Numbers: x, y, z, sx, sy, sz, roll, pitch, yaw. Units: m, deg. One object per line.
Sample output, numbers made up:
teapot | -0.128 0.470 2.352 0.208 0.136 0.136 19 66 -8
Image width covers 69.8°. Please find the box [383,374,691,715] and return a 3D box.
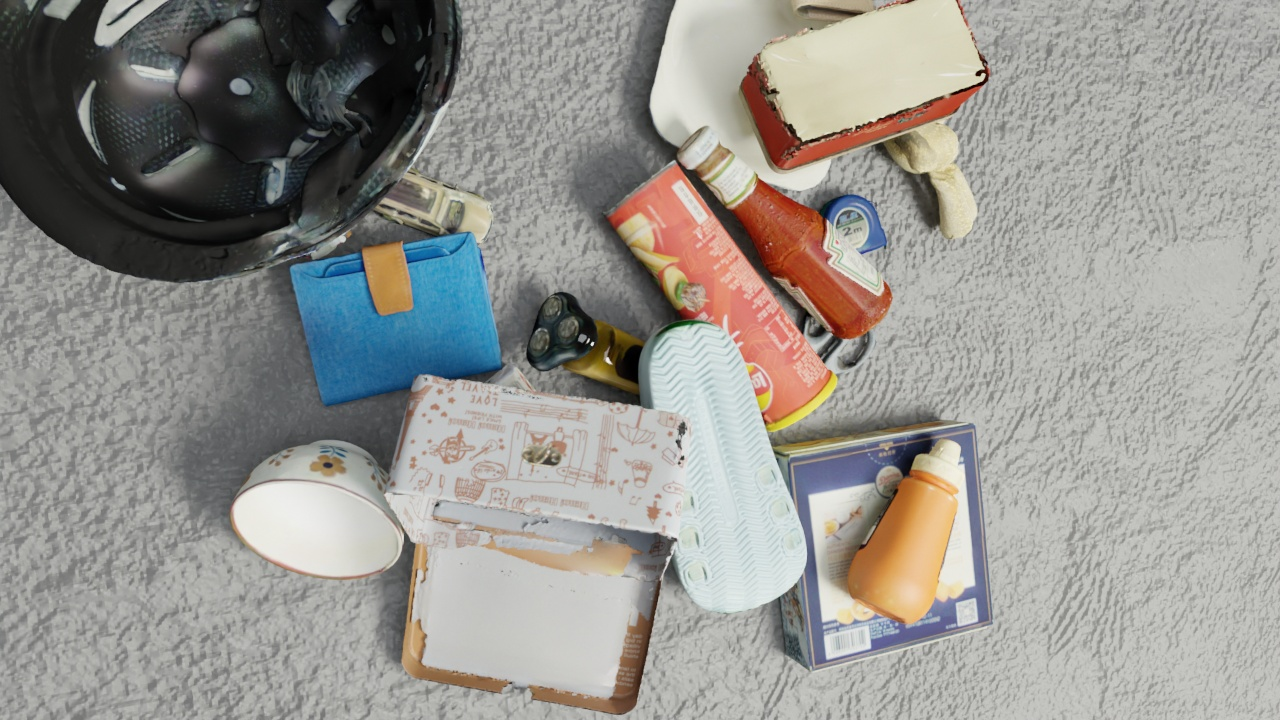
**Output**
box | -0.070 0.126 0.621 0.179 0.126 0.274 10 130 0

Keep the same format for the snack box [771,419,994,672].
snack box | 0.204 0.151 0.776 0.177 0.046 0.182 -8 94 -16

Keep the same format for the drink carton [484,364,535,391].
drink carton | -0.075 0.064 0.686 0.045 0.053 0.122 -38 101 -10

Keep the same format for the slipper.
slipper | 0.052 0.084 0.701 0.104 0.074 0.245 -20 107 -14

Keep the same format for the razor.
razor | -0.004 0.004 0.704 0.167 0.068 0.062 24 79 -22

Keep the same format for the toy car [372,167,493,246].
toy car | -0.151 -0.112 0.668 0.090 0.035 0.042 20 87 -19

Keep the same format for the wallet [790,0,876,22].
wallet | 0.144 -0.321 0.735 0.087 0.024 0.115 -2 65 -28

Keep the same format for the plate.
plate | 0.090 -0.228 0.738 0.164 0.034 0.163 18 86 -17

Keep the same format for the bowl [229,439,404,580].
bowl | -0.214 0.095 0.630 0.113 0.114 0.062 19 43 -16

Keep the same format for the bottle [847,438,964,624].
bottle | 0.218 0.130 0.727 0.066 0.067 0.149 31 76 -15

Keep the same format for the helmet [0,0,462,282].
helmet | -0.246 -0.179 0.575 0.274 0.157 0.230 -43 105 -1

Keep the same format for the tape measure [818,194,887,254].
tape measure | 0.175 -0.111 0.771 0.058 0.025 0.054 -20 95 -19

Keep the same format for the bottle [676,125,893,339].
bottle | 0.111 -0.100 0.716 0.206 0.060 0.059 41 80 -16

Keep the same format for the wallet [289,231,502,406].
wallet | -0.172 -0.031 0.657 0.133 0.040 0.106 -12 98 -9

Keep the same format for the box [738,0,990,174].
box | 0.167 -0.213 0.686 0.168 0.080 0.091 -20 84 -10

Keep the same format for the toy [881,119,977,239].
toy | 0.237 -0.171 0.775 0.157 0.066 0.104 52 45 -16

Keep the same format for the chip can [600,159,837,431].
chip can | 0.063 -0.048 0.709 0.073 0.073 0.216 -40 99 -12

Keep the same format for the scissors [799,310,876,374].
scissors | 0.134 0.026 0.769 0.135 0.014 0.174 10 89 -16
